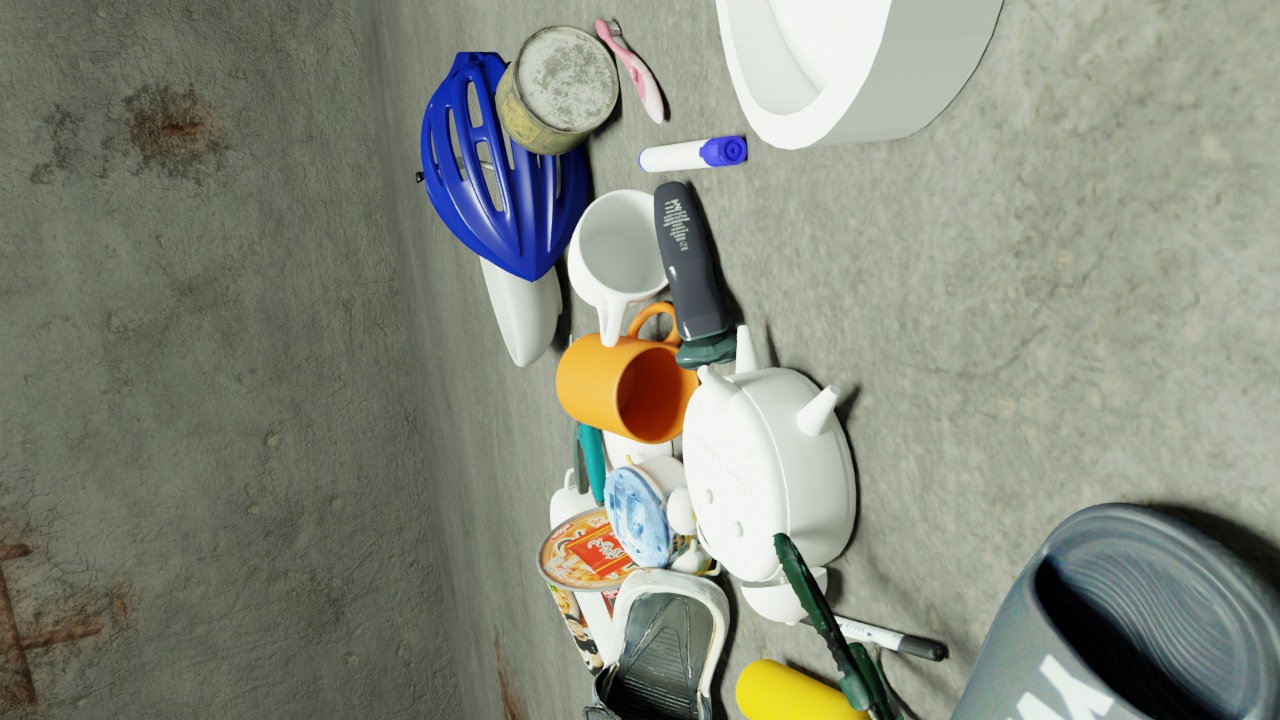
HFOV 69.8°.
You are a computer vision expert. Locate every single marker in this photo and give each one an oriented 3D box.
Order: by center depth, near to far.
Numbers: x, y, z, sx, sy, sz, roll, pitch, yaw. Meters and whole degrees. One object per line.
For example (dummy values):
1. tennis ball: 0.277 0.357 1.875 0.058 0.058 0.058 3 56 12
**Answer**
1. marker: 0.126 0.157 0.535 0.152 0.011 0.011 159 100 -70
2. marker: 0.032 -0.142 0.638 0.141 0.020 0.020 -157 59 -67

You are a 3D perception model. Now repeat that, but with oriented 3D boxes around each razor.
1. razor: 0.035 -0.061 0.642 0.052 0.047 0.142 61 -164 -73

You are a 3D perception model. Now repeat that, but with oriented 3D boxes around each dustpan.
1. dustpan: 0.075 -0.225 0.432 0.192 0.053 0.257 123 134 -62

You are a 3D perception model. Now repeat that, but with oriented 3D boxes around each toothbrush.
1. toothbrush: -0.006 -0.227 0.712 0.022 0.016 0.135 104 147 -49

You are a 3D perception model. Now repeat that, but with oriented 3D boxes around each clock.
1. clock: 0.068 0.073 0.562 0.125 0.072 0.161 -136 41 -59
2. clock: 0.021 0.128 0.734 0.125 0.051 0.089 33 134 45

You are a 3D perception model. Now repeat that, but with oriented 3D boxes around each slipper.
1. slipper: 0.155 0.169 0.361 0.110 0.083 0.269 -124 29 -52
2. slipper: 0.012 0.280 0.757 0.063 0.111 0.264 -68 -11 -57

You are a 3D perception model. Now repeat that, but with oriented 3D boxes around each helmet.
1. helmet: -0.147 -0.181 0.914 0.228 0.147 0.241 -20 79 65

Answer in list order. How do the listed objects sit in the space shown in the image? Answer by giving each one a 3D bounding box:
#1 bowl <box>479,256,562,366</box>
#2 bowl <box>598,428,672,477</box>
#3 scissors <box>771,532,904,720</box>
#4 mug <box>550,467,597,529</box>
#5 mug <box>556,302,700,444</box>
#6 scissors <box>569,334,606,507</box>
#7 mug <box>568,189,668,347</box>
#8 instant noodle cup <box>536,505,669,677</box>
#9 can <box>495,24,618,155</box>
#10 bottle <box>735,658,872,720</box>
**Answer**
1. bowl: -0.129 -0.085 1.023 0.177 0.066 0.176 163 90 -77
2. bowl: -0.017 0.070 0.825 0.115 0.050 0.114 170 90 -70
3. scissors: 0.119 0.181 0.435 0.137 0.015 0.209 57 -172 -29
4. mug: -0.050 0.160 0.931 0.094 0.068 0.116 -153 55 -66
5. mug: -0.004 0.004 0.727 0.096 0.077 0.112 12 76 58
6. scissors: -0.049 0.060 0.803 0.126 0.019 0.154 109 148 -50
7. mug: -0.019 -0.064 0.710 0.088 0.081 0.114 149 130 -75
8. instant noodle cup: -0.020 0.214 0.822 0.123 0.123 0.122 -139 34 -61
9. can: -0.072 -0.227 0.780 0.075 0.089 0.090 174 86 -70
10. bottle: 0.108 0.221 0.566 0.144 0.043 0.043 166 94 -70
